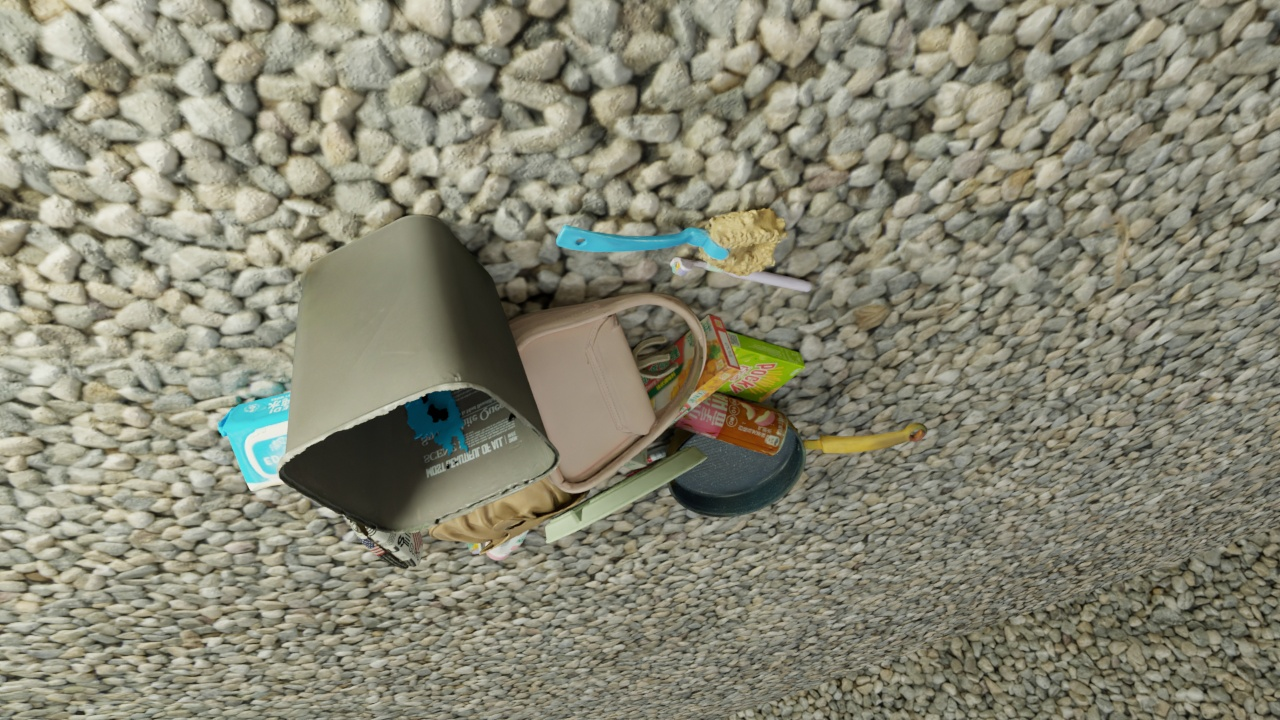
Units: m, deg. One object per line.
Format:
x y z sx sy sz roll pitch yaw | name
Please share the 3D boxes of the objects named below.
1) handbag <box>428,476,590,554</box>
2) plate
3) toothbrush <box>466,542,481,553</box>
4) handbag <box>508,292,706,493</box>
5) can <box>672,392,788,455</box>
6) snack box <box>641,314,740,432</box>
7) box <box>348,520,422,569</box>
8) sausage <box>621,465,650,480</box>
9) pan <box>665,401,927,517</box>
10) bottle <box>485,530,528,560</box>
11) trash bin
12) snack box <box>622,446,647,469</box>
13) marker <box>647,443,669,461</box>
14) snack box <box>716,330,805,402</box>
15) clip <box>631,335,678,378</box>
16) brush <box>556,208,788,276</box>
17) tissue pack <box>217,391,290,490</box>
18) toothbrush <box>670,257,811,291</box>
-0.161 0.167 1.134 0.205 0.099 0.147 -30 148 14 | handbag
-0.021 0.166 1.158 0.230 0.027 0.230 -29 175 -3 | plate
-0.240 0.232 1.330 0.020 0.029 0.190 -48 163 -35 | toothbrush
-0.030 0.015 1.002 0.234 0.093 0.193 -26 112 -13 | handbag
0.112 0.076 1.175 0.147 0.057 0.058 17 139 -8 | can
0.048 0.022 1.095 0.027 0.077 0.156 17 134 -40 | snack box
-0.355 0.242 1.252 0.076 0.075 0.164 -14 149 4 | box
0.045 0.150 1.334 0.156 0.020 0.020 -23 146 10 | sausage
0.209 0.127 1.266 0.357 0.078 0.198 -18 130 5 | pan
-0.188 0.230 1.311 0.068 0.068 0.197 -3 148 -20 | bottle
-0.207 0.011 0.841 0.199 0.219 0.199 -24 145 9 | trash bin
-0.051 0.076 1.123 0.027 0.084 0.156 -19 151 36 | snack box
0.073 0.112 1.293 0.145 0.017 0.017 -21 146 7 | marker
0.126 0.008 1.156 0.156 0.026 0.086 15 136 -39 | snack box
-0.010 0.001 1.084 0.104 0.034 0.076 -14 150 11 | clip
0.037 -0.118 0.907 0.254 0.045 0.083 -3 148 -29 | brush
-0.371 0.082 0.990 0.140 0.063 0.090 -14 118 -3 | tissue pack
0.117 -0.092 1.012 0.189 0.029 0.021 6 103 -31 | toothbrush
